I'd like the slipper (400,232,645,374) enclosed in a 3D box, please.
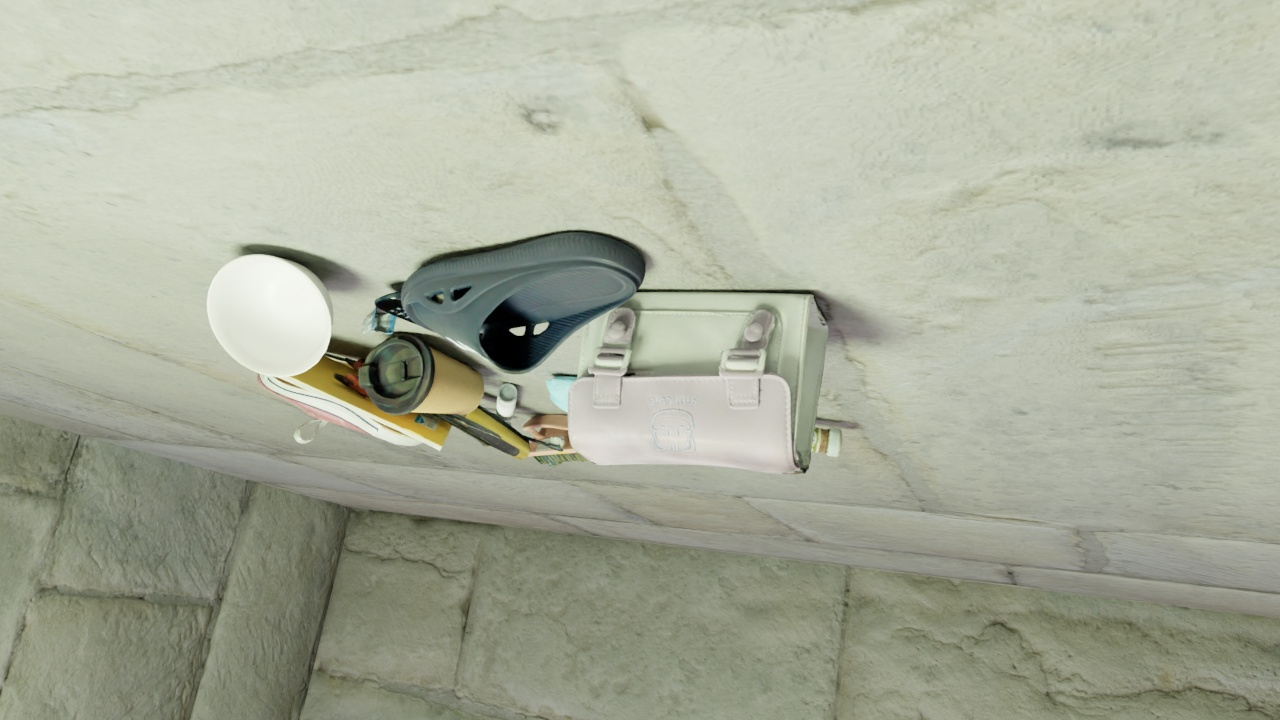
[{"bbox_3d":[-0.112,-0.039,0.770,0.269,0.083,0.110,-11,156,42],"label":"slipper"}]

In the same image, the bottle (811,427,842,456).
[{"bbox_3d":[0.138,0.087,1.110,0.206,0.059,0.060,7,164,8],"label":"bottle"}]

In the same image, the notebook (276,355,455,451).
[{"bbox_3d":[-0.327,0.044,1.116,0.206,0.010,0.146,26,-173,-9],"label":"notebook"}]

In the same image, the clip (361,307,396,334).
[{"bbox_3d":[-0.282,-0.040,0.973,0.044,0.027,0.058,11,169,-34],"label":"clip"}]

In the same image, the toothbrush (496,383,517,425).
[{"bbox_3d":[-0.189,0.069,1.286,0.026,0.026,0.221,27,162,-2],"label":"toothbrush"}]

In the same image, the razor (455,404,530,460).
[{"bbox_3d":[-0.221,0.088,1.255,0.167,0.067,0.062,36,126,-28],"label":"razor"}]

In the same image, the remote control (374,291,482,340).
[{"bbox_3d":[-0.197,-0.045,0.905,0.053,0.024,0.136,-14,153,41],"label":"remote control"}]

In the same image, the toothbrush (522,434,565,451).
[{"bbox_3d":[-0.188,0.101,1.320,0.181,0.018,0.015,13,163,22],"label":"toothbrush"}]

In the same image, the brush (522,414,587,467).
[{"bbox_3d":[-0.108,0.110,1.331,0.146,0.063,0.073,-9,126,45],"label":"brush"}]

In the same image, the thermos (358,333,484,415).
[{"bbox_3d":[-0.249,0.024,1.070,0.093,0.093,0.143,1,170,25],"label":"thermos"}]

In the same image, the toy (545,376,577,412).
[{"bbox_3d":[-0.039,0.062,1.141,0.156,0.049,0.162,15,157,6],"label":"toy"}]

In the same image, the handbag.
[{"bbox_3d":[0.046,0.018,0.769,0.197,0.144,0.098,1,165,24],"label":"handbag"}]

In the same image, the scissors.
[{"bbox_3d":[-0.281,0.049,1.139,0.224,0.015,0.189,22,-172,-43],"label":"scissors"}]

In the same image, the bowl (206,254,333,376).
[{"bbox_3d":[-0.336,-0.051,0.866,0.118,0.118,0.064,8,-157,3],"label":"bowl"}]

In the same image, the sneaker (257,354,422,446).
[{"bbox_3d":[-0.392,0.056,1.220,0.241,0.118,0.088,24,141,-26],"label":"sneaker"}]
